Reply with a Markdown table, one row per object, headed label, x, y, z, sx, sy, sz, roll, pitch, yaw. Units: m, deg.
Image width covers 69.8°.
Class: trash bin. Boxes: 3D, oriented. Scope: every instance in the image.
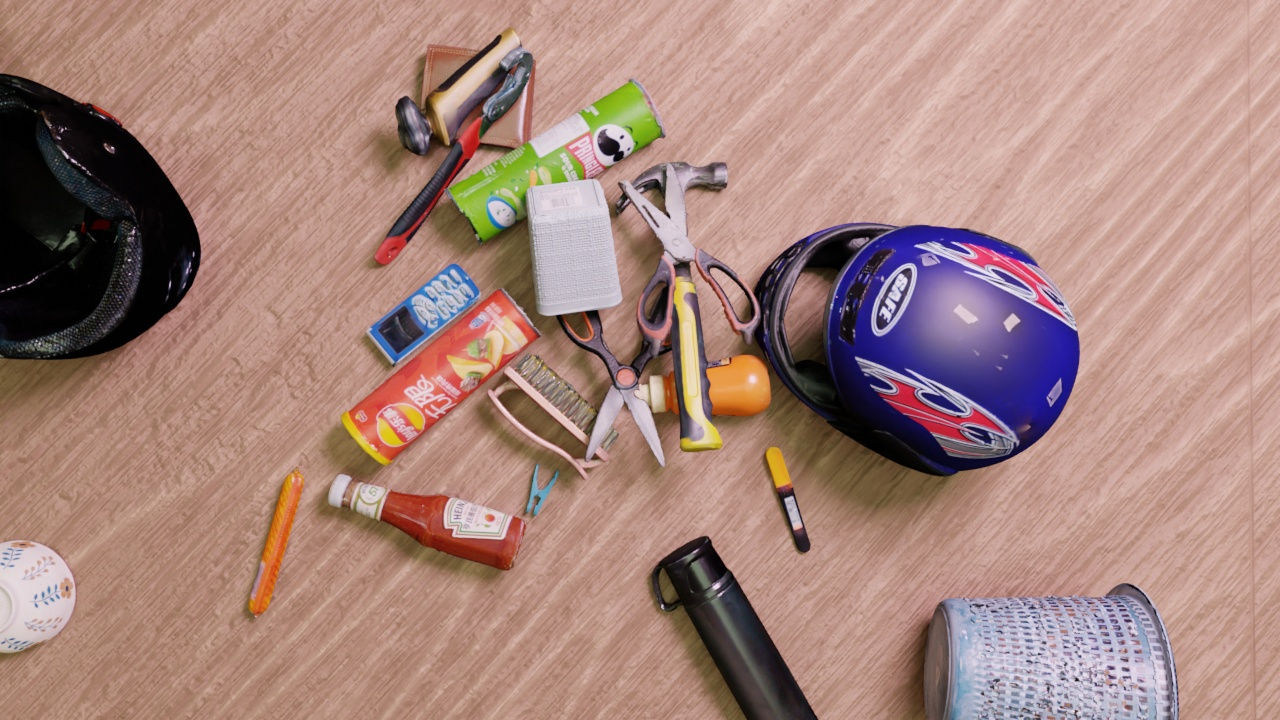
| label | x | y | z | sx | sy | sz | roll | pitch | yaw |
| --- | --- | --- | --- | --- | --- | --- | --- | --- | --- |
| trash bin | 0.405 | 0.333 | 0.950 | 0.195 | 0.226 | 0.226 | 6 | 88 | 8 |

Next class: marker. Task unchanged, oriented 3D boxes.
| label | x | y | z | sx | sy | sz | roll | pitch | yaw |
| --- | --- | --- | --- | --- | --- | --- | --- | --- | --- |
| marker | 0.165 | 0.155 | 1.021 | 0.018 | 0.015 | 0.124 | -19 | 92 | -4 |

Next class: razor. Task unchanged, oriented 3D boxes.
| label | x | y | z | sx | sy | sz | roll | pitch | yaw |
| --- | --- | --- | --- | --- | --- | --- | --- | --- | --- |
| razor | -0.188 | -0.284 | 0.957 | 0.167 | 0.062 | 0.067 | -45 | 126 | -5 |

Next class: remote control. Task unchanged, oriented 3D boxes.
| label | x | y | z | sx | sy | sz | roll | pitch | yaw |
| --- | --- | --- | --- | --- | --- | --- | --- | --- | --- |
| remote control | -0.232 | -0.050 | 0.989 | 0.125 | 0.024 | 0.049 | -39 | 92 | -6 |

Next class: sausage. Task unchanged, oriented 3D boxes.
| label | x | y | z | sx | sy | sz | roll | pitch | yaw |
| --- | --- | --- | --- | --- | --- | --- | --- | --- | --- |
| sausage | -0.385 | 0.192 | 0.971 | 0.021 | 0.021 | 0.165 | 16 | 87 | -4 |

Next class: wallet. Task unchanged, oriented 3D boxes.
| label | x | y | z | sx | sy | sz | roll | pitch | yaw |
| --- | --- | --- | --- | --- | --- | --- | --- | --- | --- |
| wallet | -0.178 | -0.284 | 0.998 | 0.124 | 0.032 | 0.101 | 6 | 91 | -4 |

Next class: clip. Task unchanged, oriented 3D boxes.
| label | x | y | z | sx | sy | sz | roll | pitch | yaw |
| --- | --- | --- | --- | --- | --- | --- | --- | --- | --- |
| clip | -0.109 | 0.142 | 0.999 | 0.038 | 0.013 | 0.055 | 18 | 88 | -3 |

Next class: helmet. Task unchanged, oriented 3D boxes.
| label | x | y | z | sx | sy | sz | roll | pitch | yaw |
| --- | --- | --- | --- | --- | --- | --- | --- | --- | --- |
| helmet | 0.279 | -0.025 | 0.923 | 0.315 | 0.240 | 0.247 | 25 | 85 | -3 |
| helmet | -0.558 | -0.128 | 0.865 | 0.233 | 0.230 | 0.274 | -40 | 84 | 2 |

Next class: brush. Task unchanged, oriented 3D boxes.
| label | x | y | z | sx | sy | sz | roll | pitch | yaw |
| --- | --- | --- | --- | --- | --- | --- | --- | --- | --- |
| brush | -0.091 | 0.060 | 0.979 | 0.145 | 0.063 | 0.073 | 43 | 81 | -4 |

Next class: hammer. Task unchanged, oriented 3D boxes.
| label | x | y | z | sx | sy | sz | roll | pitch | yaw |
| --- | --- | --- | --- | --- | --- | --- | --- | --- | --- |
| hammer | 0.043 | -0.063 | 0.970 | 0.126 | 0.032 | 0.323 | -3 | 73 | -3 |

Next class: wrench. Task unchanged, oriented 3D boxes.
| label | x | y | z | sx | sy | sz | roll | pitch | yaw |
| --- | --- | --- | --- | --- | --- | --- | --- | --- | --- |
| wrench | -0.197 | -0.211 | 0.969 | 0.016 | 0.056 | 0.274 | 40 | 100 | 14 |

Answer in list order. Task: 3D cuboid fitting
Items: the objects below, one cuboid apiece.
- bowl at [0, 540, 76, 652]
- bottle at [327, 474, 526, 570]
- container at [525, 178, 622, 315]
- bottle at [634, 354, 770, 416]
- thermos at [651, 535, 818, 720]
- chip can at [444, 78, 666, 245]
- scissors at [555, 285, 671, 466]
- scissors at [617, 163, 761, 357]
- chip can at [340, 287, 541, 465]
| label | x | y | z | sx | sy | sz | roll | pitch | yaw |
| --- | --- | --- | --- | --- | --- | --- | --- | --- | --- |
| bowl | -0.646 | 0.244 | 0.929 | 0.113 | 0.062 | 0.113 | 0 | 89 | -3 |
| bottle | -0.225 | 0.165 | 0.966 | 0.206 | 0.060 | 0.059 | 18 | 87 | -3 |
| container | -0.072 | -0.120 | 0.947 | 0.090 | 0.089 | 0.112 | -8 | 126 | -5 |
| bottle | 0.064 | 0.032 | 0.995 | 0.149 | 0.067 | 0.066 | -5 | 89 | 3 |
| thermos | 0.100 | 0.312 | 0.991 | 0.090 | 0.068 | 0.242 | -31 | 89 | 27 |
| chip can | -0.091 | -0.213 | 0.982 | 0.236 | 0.072 | 0.072 | -31 | 91 | -4 |
| scissors | -0.020 | 0.001 | 0.973 | 0.229 | 0.022 | 0.220 | 40 | 67 | 12 |
| scissors | 0.044 | -0.101 | 0.956 | 0.189 | 0.015 | 0.226 | 19 | 73 | 3 |
| chip can | -0.207 | 0.016 | 0.966 | 0.216 | 0.073 | 0.073 | -39 | 92 | -5 |
